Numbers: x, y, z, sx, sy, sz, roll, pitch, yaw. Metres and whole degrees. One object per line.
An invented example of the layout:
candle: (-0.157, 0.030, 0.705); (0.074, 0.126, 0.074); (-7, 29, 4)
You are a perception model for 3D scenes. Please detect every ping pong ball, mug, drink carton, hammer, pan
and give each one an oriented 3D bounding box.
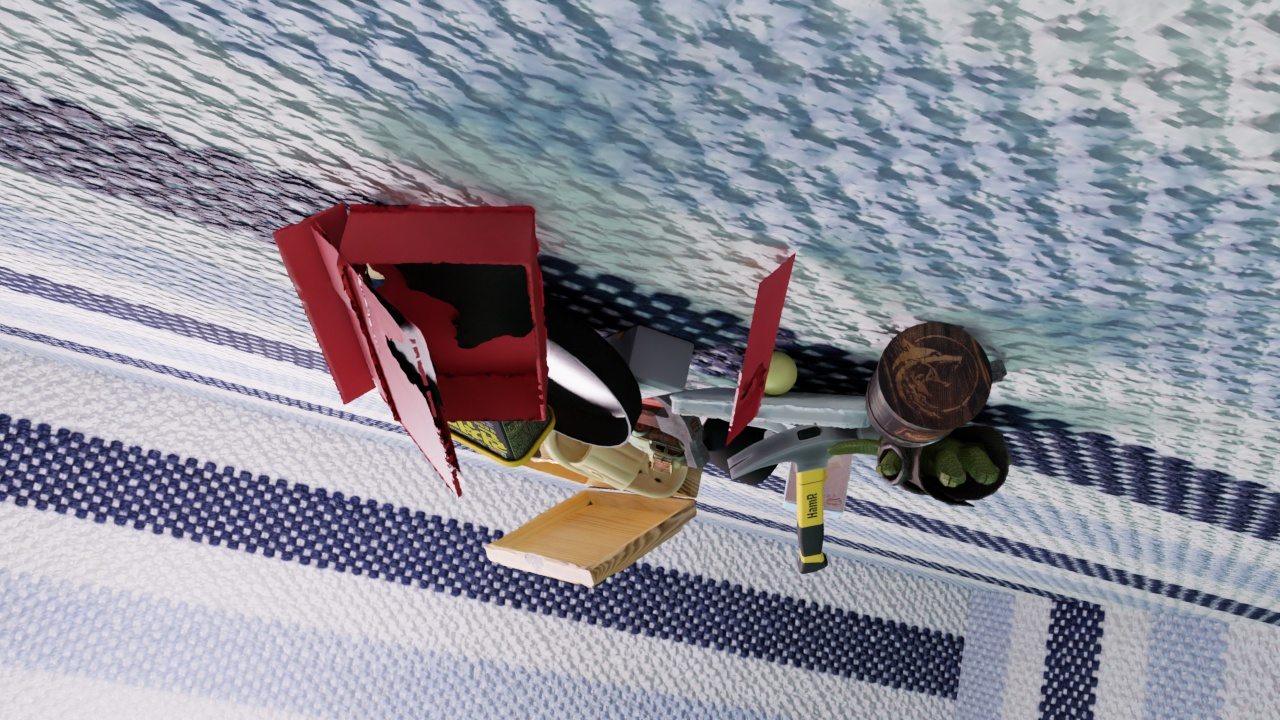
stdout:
ping pong ball: (0.123, 0.012, 0.839); (0.040, 0.040, 0.040); (12, 167, 3)
mug: (0.236, 0.019, 0.712); (0.116, 0.080, 0.107); (-15, 165, 3)
drink carton: (-0.005, 0.005, 0.917); (0.076, 0.048, 0.125); (18, 166, -21)
hammer: (-0.052, 0.051, 1.121); (0.301, 0.028, 0.111); (11, 133, 40)
mug: (0.118, 0.085, 1.079); (0.100, 0.084, 0.119); (31, 151, -17)
hammer: (0.201, 0.179, 1.109); (0.170, 0.034, 0.325); (-11, 140, 2)
pan: (-0.120, 0.024, 0.941); (0.204, 0.044, 0.357); (39, 155, -12)

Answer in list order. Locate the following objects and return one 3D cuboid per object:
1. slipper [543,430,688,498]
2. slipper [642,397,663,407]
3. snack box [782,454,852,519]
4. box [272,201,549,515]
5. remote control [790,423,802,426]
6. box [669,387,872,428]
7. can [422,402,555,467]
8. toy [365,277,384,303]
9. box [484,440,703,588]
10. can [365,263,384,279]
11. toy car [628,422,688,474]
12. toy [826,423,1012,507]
slipper: (-0.012, 0.124, 1.250); (0.261, 0.111, 0.079); (31, 169, -40)
slipper: (0.054, 0.089, 1.195); (0.104, 0.059, 0.249); (9, 165, 19)
snack box: (0.235, 0.154, 1.213); (0.079, 0.094, 0.093); (10, 166, 11)
box: (-0.284, 0.026, 0.649); (0.467, 0.138, 0.215); (-15, 148, -13)
remote control: (0.175, 0.064, 1.080); (0.047, 0.009, 0.124); (-1, 161, 45)
box: (0.158, 0.043, 0.903); (0.209, 0.037, 0.189); (3, -177, 38)
can: (-0.153, 0.026, 0.852); (0.131, 0.072, 0.101); (24, 150, 21)
toy: (-0.258, -0.087, 0.809); (0.090, 0.070, 0.103); (30, -174, -16)
box: (-0.075, 0.220, 1.442); (0.269, 0.263, 0.280); (21, 163, -40)
can: (-0.205, -0.091, 0.724); (0.038, 0.038, 0.080); (16, 167, -15)
toy car: (0.028, 0.111, 1.138); (0.112, 0.047, 0.047); (17, 149, 11)
toy: (0.293, 0.098, 0.914); (0.179, 0.078, 0.153); (-3, -179, -9)
